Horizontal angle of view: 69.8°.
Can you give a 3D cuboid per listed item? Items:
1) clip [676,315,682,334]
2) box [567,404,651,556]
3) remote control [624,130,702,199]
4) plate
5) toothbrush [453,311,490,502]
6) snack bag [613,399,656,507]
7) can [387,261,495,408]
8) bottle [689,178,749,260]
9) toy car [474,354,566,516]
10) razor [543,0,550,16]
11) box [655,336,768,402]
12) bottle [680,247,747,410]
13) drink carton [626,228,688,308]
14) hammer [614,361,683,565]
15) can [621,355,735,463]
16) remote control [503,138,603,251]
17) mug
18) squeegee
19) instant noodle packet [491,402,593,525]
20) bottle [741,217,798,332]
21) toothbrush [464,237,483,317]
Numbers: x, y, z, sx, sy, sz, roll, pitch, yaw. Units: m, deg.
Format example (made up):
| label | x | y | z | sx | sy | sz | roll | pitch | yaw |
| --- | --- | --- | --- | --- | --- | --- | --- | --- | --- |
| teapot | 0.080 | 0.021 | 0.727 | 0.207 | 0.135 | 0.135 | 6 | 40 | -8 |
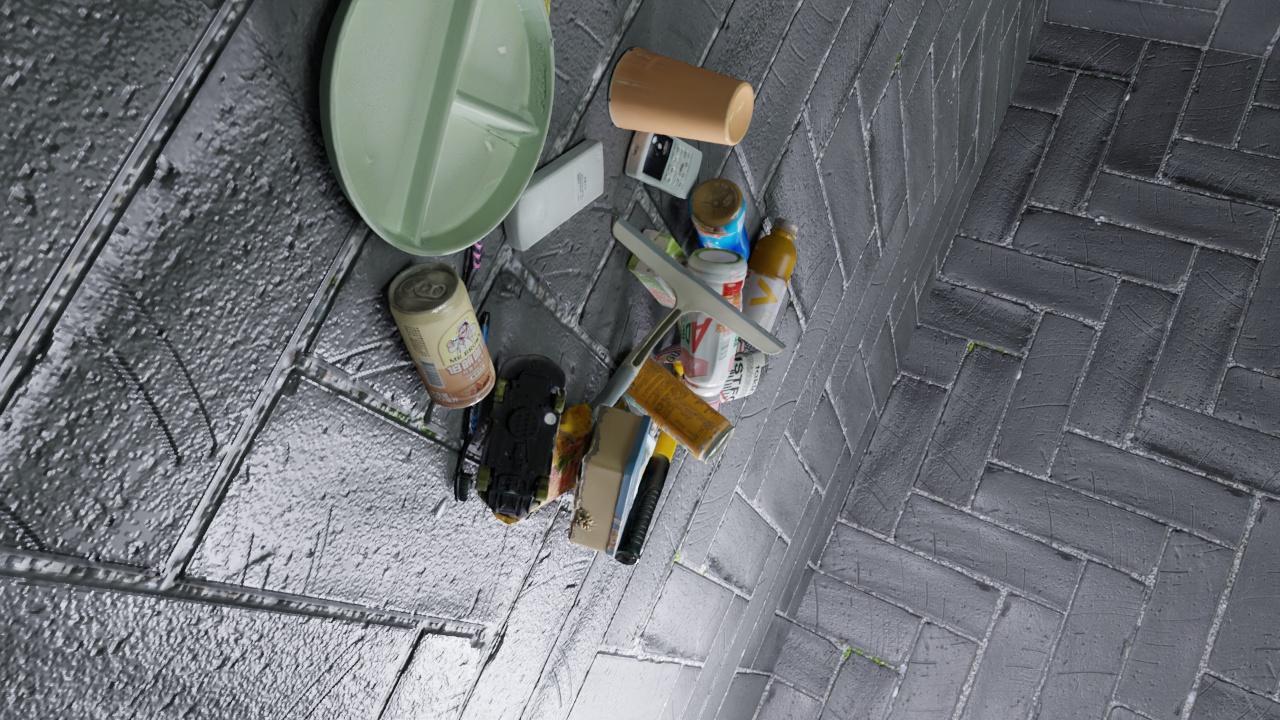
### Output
| label | x | y | z | sx | sy | sz | roll | pitch | yaw |
| --- | --- | --- | --- | --- | --- | --- | --- | --- | --- |
| clip | 0.072 | -0.078 | 1.182 | 0.034 | 0.072 | 0.100 | -42 | 150 | -44 |
| box | -0.034 | 0.128 | 0.997 | 0.185 | 0.062 | 0.089 | 104 | 4 | -47 |
| remote control | 0.028 | -0.215 | 1.000 | 0.149 | 0.021 | 0.058 | -1 | 110 | -65 |
| plate | -0.138 | -0.189 | 0.654 | 0.229 | 0.027 | 0.231 | -41 | 140 | -46 |
| toothbrush | -0.151 | 0.046 | 0.838 | 0.014 | 0.016 | 0.190 | -31 | 135 | -66 |
| snack bag | -0.013 | 0.128 | 1.164 | 0.191 | 0.039 | 0.110 | 64 | 35 | -61 |
| can | -0.155 | -0.018 | 0.724 | 0.058 | 0.058 | 0.116 | -53 | 151 | -32 |
| bottle | 0.103 | -0.151 | 1.147 | 0.065 | 0.065 | 0.219 | -64 | 165 | -11 |
| toy car | -0.111 | 0.070 | 0.868 | 0.042 | 0.070 | 0.158 | -127 | -131 | -79 |
| razor | -0.078 | -0.264 | 0.735 | 0.042 | 0.022 | 0.143 | -11 | 128 | -27 |
| box | 0.093 | 0.006 | 1.197 | 0.161 | 0.086 | 0.076 | -11 | 124 | -37 |
| bottle | 0.081 | -0.031 | 1.078 | 0.068 | 0.068 | 0.197 | -35 | 136 | -52 |
| drink carton | 0.032 | -0.102 | 1.068 | 0.053 | 0.045 | 0.122 | -65 | 155 | -8 |
| hammer | 0.025 | 0.130 | 1.172 | 0.299 | 0.033 | 0.129 | -67 | 157 | -43 |
| can | 0.038 | 0.054 | 1.075 | 0.058 | 0.146 | 0.058 | -46 | 164 | -17 |
| remote control | -0.077 | -0.152 | 0.831 | 0.134 | 0.019 | 0.056 | -46 | 147 | -42 |
| mug | 0.041 | -0.247 | 0.876 | 0.078 | 0.123 | 0.078 | -47 | 148 | -41 |
| squeegee | -0.006 | 0.006 | 1.028 | 0.247 | 0.246 | 0.039 | -52 | -159 | 8 |
| instant noodle packet | -0.099 | 0.108 | 0.964 | 0.128 | 0.044 | 0.111 | -23 | 133 | -59 |
| bottle | 0.181 | -0.115 | 1.346 | 0.068 | 0.068 | 0.189 | 22 | 89 | -66 |
| toothbrush | -0.133 | -0.100 | 0.758 | 0.014 | 0.018 | 0.189 | -14 | 120 | -59 |
